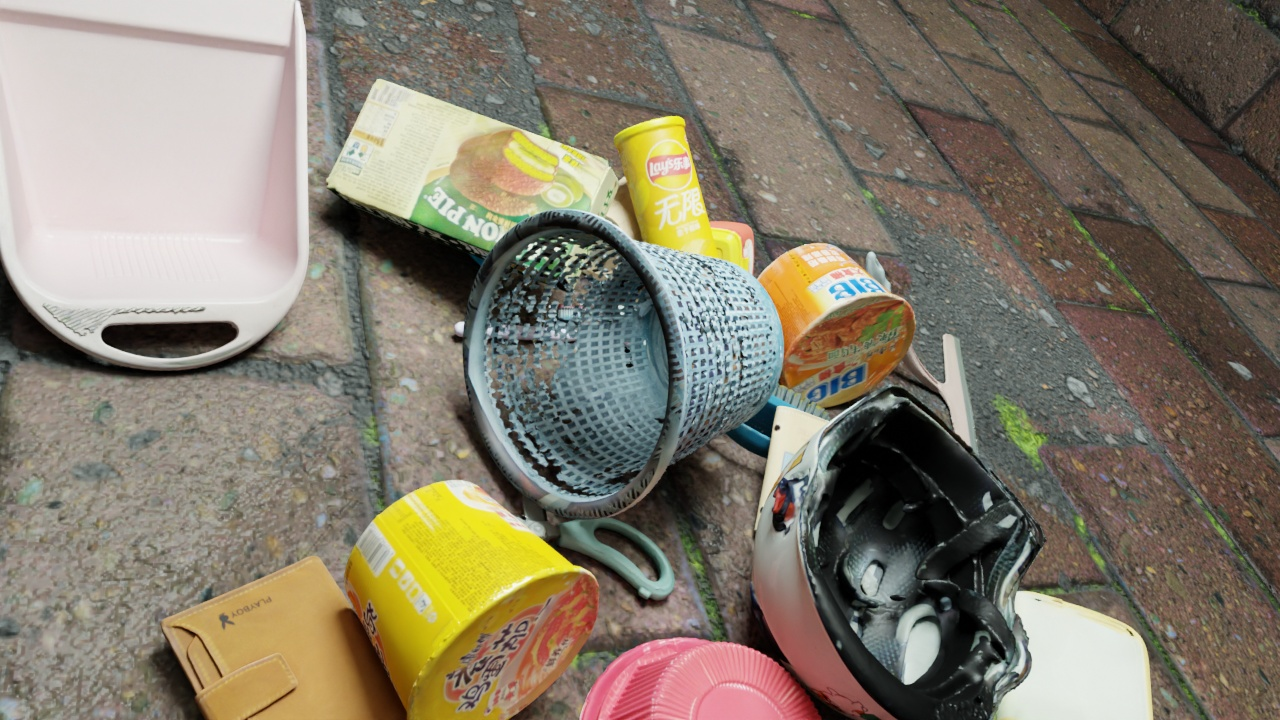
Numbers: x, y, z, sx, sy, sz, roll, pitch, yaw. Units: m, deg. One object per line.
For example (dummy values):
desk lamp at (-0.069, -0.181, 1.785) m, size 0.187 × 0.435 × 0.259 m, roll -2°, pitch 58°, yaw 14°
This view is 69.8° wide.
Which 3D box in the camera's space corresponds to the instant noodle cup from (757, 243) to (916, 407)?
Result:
instant noodle cup at (0.187, -0.042, 0.943) m, size 0.151 × 0.152 × 0.111 m, roll 2°, pitch 40°, yaw -29°

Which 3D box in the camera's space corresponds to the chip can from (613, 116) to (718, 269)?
chip can at (0.035, -0.124, 0.893) m, size 0.071 × 0.072 × 0.213 m, roll -16°, pitch 92°, yaw -41°

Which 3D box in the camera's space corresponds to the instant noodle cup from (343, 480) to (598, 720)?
instant noodle cup at (-0.111, 0.150, 0.575) m, size 0.137 × 0.138 × 0.110 m, roll -16°, pitch 43°, yaw -41°

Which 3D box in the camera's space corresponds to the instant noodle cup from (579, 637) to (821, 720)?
instant noodle cup at (0.057, 0.264, 0.614) m, size 0.193 × 0.066 × 0.193 m, roll 17°, pitch 44°, yaw -17°

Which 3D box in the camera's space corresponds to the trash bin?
trash bin at (0.004, -0.004, 0.735) m, size 0.194 × 0.227 × 0.226 m, roll -8°, pitch 53°, yaw -49°

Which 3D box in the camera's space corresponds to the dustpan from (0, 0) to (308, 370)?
dustpan at (-0.348, -0.142, 0.673) m, size 0.222 × 0.274 × 0.139 m, roll -6°, pitch 28°, yaw -32°

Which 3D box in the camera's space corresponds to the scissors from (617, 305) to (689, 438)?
scissors at (0.010, 0.010, 0.861) m, size 0.157 × 0.012 × 0.165 m, roll 37°, pitch 49°, yaw -3°

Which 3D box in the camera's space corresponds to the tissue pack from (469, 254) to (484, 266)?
tissue pack at (-0.148, -0.152, 0.906) m, size 0.140 × 0.063 × 0.089 m, roll 46°, pitch 45°, yaw 16°

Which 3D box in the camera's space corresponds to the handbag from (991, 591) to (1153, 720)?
handbag at (0.333, 0.274, 0.785) m, size 0.179 × 0.063 × 0.162 m, roll 21°, pitch 39°, yaw 11°

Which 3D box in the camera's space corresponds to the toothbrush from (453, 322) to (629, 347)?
toothbrush at (-0.082, -0.025, 0.852) m, size 0.189 × 0.021 × 0.029 m, roll 1°, pitch 74°, yaw -30°

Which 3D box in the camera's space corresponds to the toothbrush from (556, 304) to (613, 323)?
toothbrush at (0.000, -0.042, 0.923) m, size 0.187 × 0.016 × 0.017 m, roll 3°, pitch 77°, yaw -31°

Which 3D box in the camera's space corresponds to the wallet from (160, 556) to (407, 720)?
wallet at (-0.214, 0.193, 0.550) m, size 0.118 × 0.035 × 0.130 m, roll -17°, pitch 60°, yaw -49°

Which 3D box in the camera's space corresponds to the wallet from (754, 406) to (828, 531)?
wallet at (0.150, 0.107, 0.823) m, size 0.087 × 0.024 × 0.115 m, roll 19°, pitch 71°, yaw -18°

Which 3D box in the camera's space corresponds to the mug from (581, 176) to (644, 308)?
mug at (-0.009, -0.122, 0.960) m, size 0.124 × 0.084 × 0.103 m, roll 57°, pitch 42°, yaw -11°

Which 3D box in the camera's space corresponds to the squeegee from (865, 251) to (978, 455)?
squeegee at (0.299, -0.023, 1.018) m, size 0.249 × 0.040 × 0.247 m, roll 50°, pitch 33°, yaw -28°

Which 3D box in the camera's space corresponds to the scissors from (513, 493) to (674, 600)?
scissors at (-0.047, 0.160, 0.691) m, size 0.179 × 0.019 × 0.170 m, roll 9°, pitch 44°, yaw -22°

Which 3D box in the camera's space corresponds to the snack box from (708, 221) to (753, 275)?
snack box at (0.082, -0.101, 0.968) m, size 0.082 × 0.091 × 0.079 m, roll 9°, pitch 24°, yaw 24°

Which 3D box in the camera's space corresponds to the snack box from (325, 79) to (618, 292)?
snack box at (-0.150, -0.158, 0.827) m, size 0.240 × 0.063 × 0.114 m, roll 21°, pitch 84°, yaw 11°

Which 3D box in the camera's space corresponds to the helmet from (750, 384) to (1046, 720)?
helmet at (0.177, 0.162, 0.717) m, size 0.230 × 0.157 × 0.273 m, roll 40°, pitch 50°, yaw -10°

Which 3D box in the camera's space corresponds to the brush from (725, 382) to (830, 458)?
brush at (0.113, 0.055, 0.860) m, size 0.144 × 0.055 × 0.073 m, roll 28°, pitch 42°, yaw -10°
